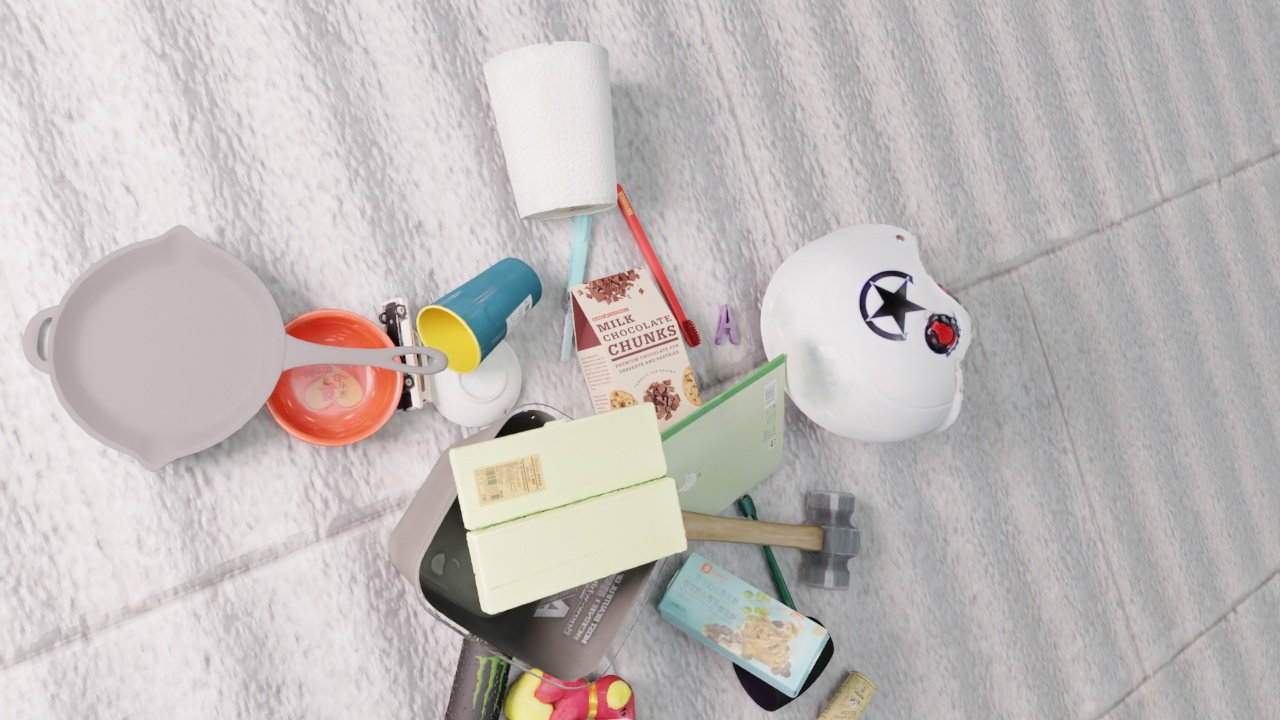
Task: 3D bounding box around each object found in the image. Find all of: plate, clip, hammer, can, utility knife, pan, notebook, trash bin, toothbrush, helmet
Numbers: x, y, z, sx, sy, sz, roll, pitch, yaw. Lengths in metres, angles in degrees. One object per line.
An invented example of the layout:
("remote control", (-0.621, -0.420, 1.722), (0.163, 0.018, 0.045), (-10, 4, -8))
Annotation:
("plate", (-0.169, 0.017, 0.955), (0.104, 0.026, 0.104), (4, 82, -27))
("clip", (0.100, -0.039, 1.108), (0.046, 0.014, 0.050), (-32, 102, -24))
("hammer", (0.128, 0.195, 1.040), (0.322, 0.051, 0.117), (13, 79, -37))
("can", (0.251, 0.422, 1.118), (0.079, 0.038, 0.038), (-45, 105, -24))
("utility knife", (-0.073, -0.085, 1.021), (0.022, 0.016, 0.177), (11, 77, -24))
("pan", (-0.352, -0.008, 0.818), (0.354, 0.024, 0.216), (3, 81, -8))
("notebook", (0.070, 0.117, 1.015), (0.251, 0.010, 0.182), (-31, 137, -26))
("trash bin", (-0.119, 0.164, 0.853), (0.197, 0.221, 0.197), (37, 69, -19))
("trash bin", (-0.088, -0.237, 0.973), (0.133, 0.133, 0.161), (-11, 94, -28))
("toothbrush", (0.020, -0.111, 1.071), (0.012, 0.018, 0.212), (-31, 98, -27))
("can", (-0.162, 0.336, 0.906), (0.054, 0.054, 0.137), (18, 76, -25))
("toothbrush", (0.157, 0.248, 1.098), (0.017, 0.016, 0.190), (-27, 98, -30))
("helmet", (0.238, -0.012, 1.055), (0.163, 0.237, 0.264), (-23, 89, -23))

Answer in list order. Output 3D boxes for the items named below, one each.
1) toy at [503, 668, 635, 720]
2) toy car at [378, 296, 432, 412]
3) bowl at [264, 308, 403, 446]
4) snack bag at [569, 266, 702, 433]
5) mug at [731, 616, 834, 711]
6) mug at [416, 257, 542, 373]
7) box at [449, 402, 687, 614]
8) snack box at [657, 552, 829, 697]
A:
("toy", (-0.074, 0.353, 0.952), (0.137, 0.067, 0.105), (-1, 82, -15))
("toy car", (-0.234, -0.006, 0.920), (0.039, 0.039, 0.113), (-4, 85, -49))
("bowl", (-0.297, 0.018, 0.878), (0.130, 0.045, 0.130), (3, 83, -27))
("snack bag", (-0.006, 0.006, 1.015), (0.094, 0.070, 0.206), (-19, 93, -28))
("mug", (0.160, 0.329, 1.064), (0.100, 0.085, 0.119), (-23, 65, -27))
("mug", (-0.157, -0.052, 0.932), (0.078, 0.078, 0.121), (54, 47, -12))
("box", (-0.055, 0.116, 0.755), (0.186, 0.024, 0.137), (-10, 87, -28))
("snack box", (0.111, 0.287, 1.002), (0.175, 0.053, 0.074), (28, 67, 19))
